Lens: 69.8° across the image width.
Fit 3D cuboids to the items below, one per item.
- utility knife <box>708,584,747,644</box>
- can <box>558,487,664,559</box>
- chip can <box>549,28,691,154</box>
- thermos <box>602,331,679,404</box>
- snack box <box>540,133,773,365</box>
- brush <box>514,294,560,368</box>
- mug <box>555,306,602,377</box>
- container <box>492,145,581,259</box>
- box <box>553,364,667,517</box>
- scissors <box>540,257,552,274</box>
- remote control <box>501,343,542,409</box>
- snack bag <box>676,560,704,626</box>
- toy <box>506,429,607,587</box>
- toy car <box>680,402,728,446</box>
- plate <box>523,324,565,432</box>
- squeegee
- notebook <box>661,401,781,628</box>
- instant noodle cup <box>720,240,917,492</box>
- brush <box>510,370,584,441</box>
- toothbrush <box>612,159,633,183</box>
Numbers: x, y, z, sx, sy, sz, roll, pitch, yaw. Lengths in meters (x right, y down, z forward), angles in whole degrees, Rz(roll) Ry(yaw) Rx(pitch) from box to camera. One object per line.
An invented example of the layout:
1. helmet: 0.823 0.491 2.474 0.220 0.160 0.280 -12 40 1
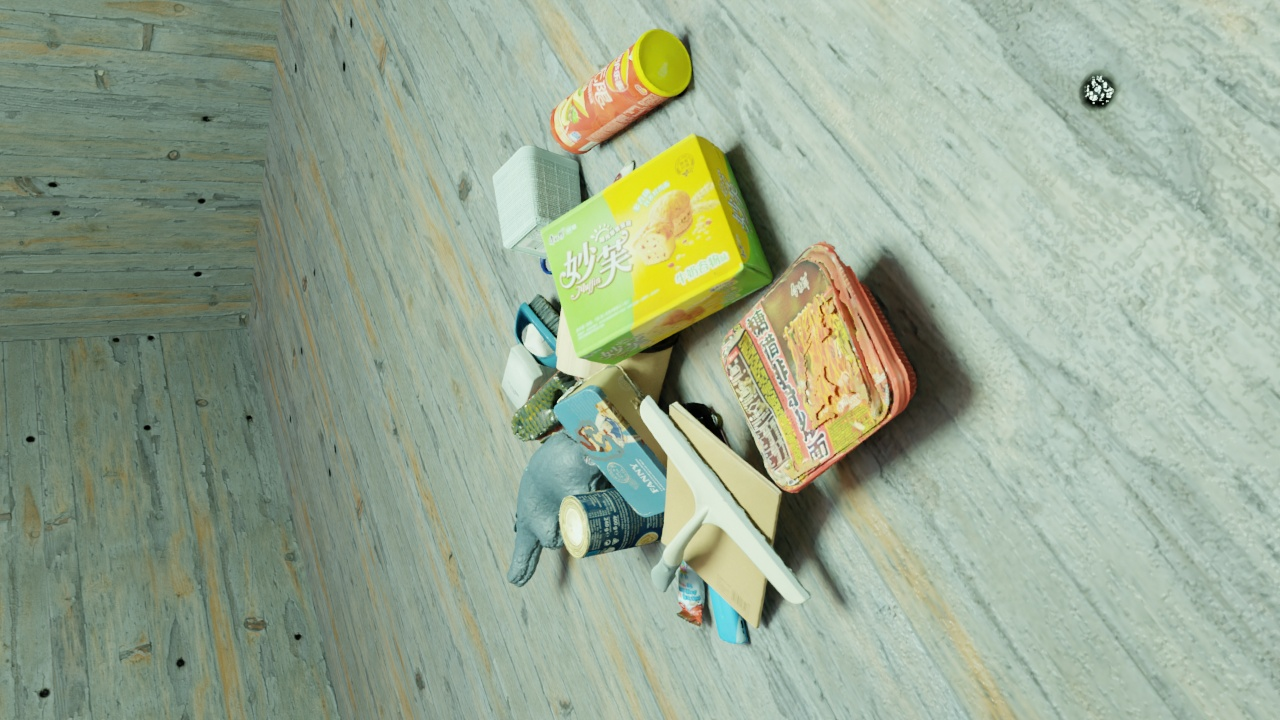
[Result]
1. utility knife: 0.084 0.225 1.002 0.034 0.018 0.166 -24 72 43
2. can: -0.034 0.190 1.096 0.075 0.111 0.075 13 106 57
3. chip can: -0.028 -0.301 1.055 0.217 0.073 0.073 -14 82 59
4. thermos: -0.006 0.006 1.056 0.093 0.093 0.143 46 140 45
5. snack box: 0.011 -0.108 0.941 0.210 0.070 0.157 -27 69 26
6. brush: -0.131 -0.034 1.247 0.144 0.073 0.055 48 171 45
7. mug: -0.067 -0.041 1.129 0.125 0.084 0.103 24 108 54
8. container: -0.130 -0.200 1.187 0.090 0.090 0.111 -33 57 42
9. box: -0.009 0.095 1.024 0.184 0.059 0.090 51 139 -6
10. scissors: -0.093 -0.151 1.210 0.170 0.012 0.146 -25 66 55
11. remote control: -0.163 0.026 1.261 0.056 0.019 0.135 54 154 13
12. snack bag: 0.057 0.246 1.040 0.045 0.026 0.105 -172 79 -67
13. toy: -0.105 0.168 1.215 0.358 0.091 0.137 -54 31 42
14. toy car: 0.069 0.100 0.971 0.037 0.056 0.122 -50 54 44
15. plate: -0.147 0.035 1.328 0.164 0.034 0.164 38 126 50
16. squeegee: 0.040 0.197 0.957 0.246 0.039 0.247 51 149 20
17. notebook: 0.076 0.160 0.922 0.149 0.012 0.212 39 143 36
18. instant noodle cup: 0.159 0.006 0.792 0.189 0.079 0.164 -51 53 50
19. brush: -0.114 0.061 1.227 0.146 0.069 0.063 -40 81 39
20. toothbrush: -0.059 -0.174 1.141 0.188 0.017 0.016 -53 44 32
